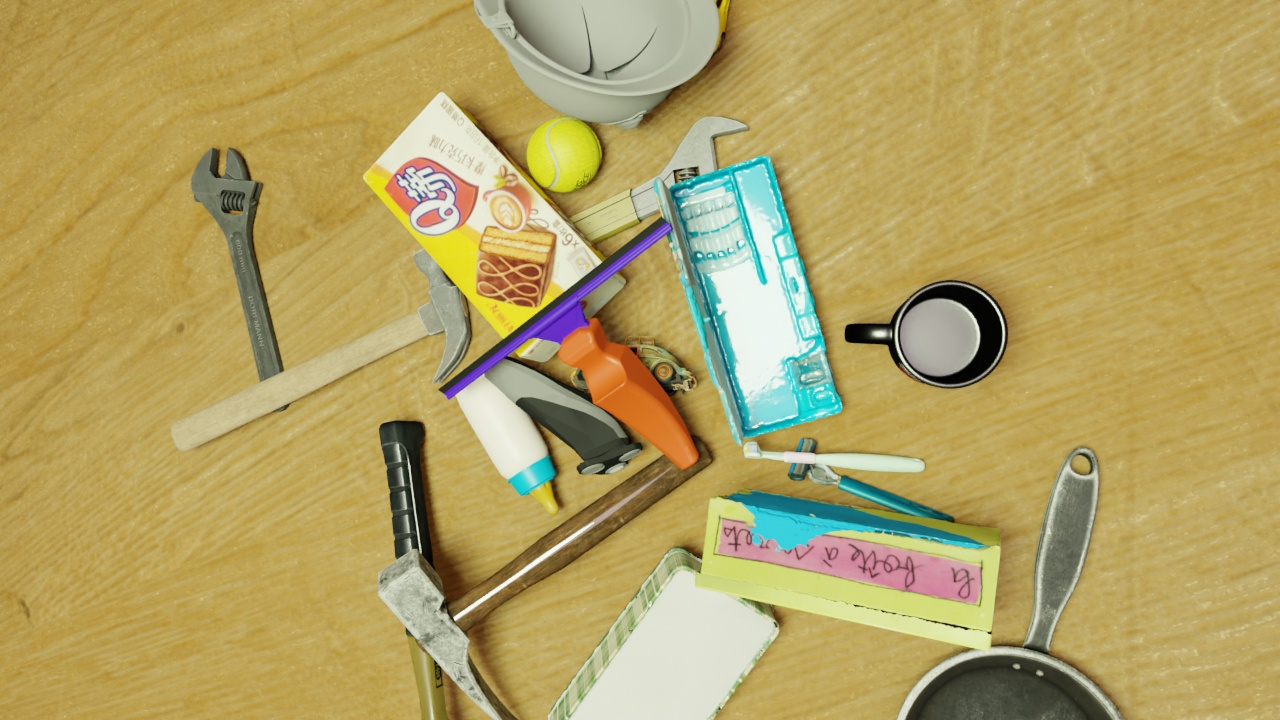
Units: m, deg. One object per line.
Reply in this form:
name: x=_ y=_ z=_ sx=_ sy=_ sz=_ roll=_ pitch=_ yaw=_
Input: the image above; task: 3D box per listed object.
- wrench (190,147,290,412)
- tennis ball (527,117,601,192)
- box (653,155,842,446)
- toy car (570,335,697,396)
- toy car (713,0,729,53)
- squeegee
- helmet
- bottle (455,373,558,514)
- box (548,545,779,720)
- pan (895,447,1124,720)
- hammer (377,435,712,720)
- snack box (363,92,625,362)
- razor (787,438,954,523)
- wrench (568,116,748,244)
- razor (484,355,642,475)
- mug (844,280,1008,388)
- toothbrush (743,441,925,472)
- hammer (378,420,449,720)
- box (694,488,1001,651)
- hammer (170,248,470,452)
wrench: x=-0.393 y=-0.081 z=0.918 sx=0.073 sy=0.018 sz=0.273 roll=-14 pitch=89 yaw=12
tennis ball: x=-0.069 y=-0.183 z=0.819 sx=0.065 sy=0.065 sz=0.065 roll=0 pitch=90 yaw=12
box: x=0.089 y=-0.049 z=0.747 sx=0.098 sy=0.121 sz=0.227 roll=-16 pitch=92 yaw=12
toy car: x=-0.005 y=0.005 z=0.817 sx=0.112 sy=0.047 sz=0.047 roll=0 pitch=68 yaw=7
toy car: x=0.056 y=-0.321 z=0.810 sx=0.049 sy=0.030 sz=0.107 roll=12 pitch=91 yaw=13
squeegee: x=-0.016 y=0.019 z=0.760 sx=0.250 sy=0.055 sz=0.185 roll=-35 pitch=106 yaw=25
helmet: x=-0.043 y=-0.273 z=0.792 sx=0.183 sy=0.118 sz=0.271 roll=-24 pitch=59 yaw=-15
bottle: x=-0.115 y=0.077 z=0.838 sx=0.051 sy=0.051 sz=0.146 roll=-33 pitch=83 yaw=11
box: x=0.018 y=0.272 z=0.797 sx=0.117 sy=0.049 sz=0.206 roll=32 pitch=99 yaw=-12
pan: x=0.319 y=0.245 z=0.744 sx=0.187 sy=0.055 sz=0.356 roll=14 pitch=81 yaw=15
hammer: x=-0.047 y=0.190 z=0.815 sx=0.300 sy=0.037 sz=0.218 roll=-34 pitch=113 yaw=-4
snack box: x=-0.131 y=-0.116 z=0.817 sx=0.110 sy=0.061 sz=0.230 roll=-44 pitch=77 yaw=8
razor: x=0.198 y=0.113 z=0.786 sx=0.144 sy=0.022 sz=0.042 roll=23 pitch=59 yaw=8
wrench: x=-0.023 y=-0.137 z=0.833 sx=0.274 sy=0.018 sz=0.083 roll=-23 pitch=85 yaw=12
razor: x=-0.073 y=0.045 z=0.814 sx=0.156 sy=0.060 sz=0.057 roll=43 pitch=139 yaw=1
mug: x=0.224 y=-0.020 z=0.738 sx=0.118 sy=0.098 sz=0.082 roll=2 pitch=90 yaw=12
toothbrush: x=0.165 y=0.083 z=0.777 sx=0.155 sy=0.022 sz=0.015 roll=5 pitch=115 yaw=-3
hammer: x=-0.201 y=0.220 z=0.837 sx=0.025 sy=0.117 sz=0.333 roll=-12 pitch=82 yaw=17
box: x=0.166 y=0.158 z=0.727 sx=0.221 sy=0.124 sz=0.081 roll=5 pitch=88 yaw=20
hammer: x=-0.314 y=0.011 z=0.886 sx=0.331 sy=0.030 sz=0.119 roll=-24 pitch=86 yaw=7
